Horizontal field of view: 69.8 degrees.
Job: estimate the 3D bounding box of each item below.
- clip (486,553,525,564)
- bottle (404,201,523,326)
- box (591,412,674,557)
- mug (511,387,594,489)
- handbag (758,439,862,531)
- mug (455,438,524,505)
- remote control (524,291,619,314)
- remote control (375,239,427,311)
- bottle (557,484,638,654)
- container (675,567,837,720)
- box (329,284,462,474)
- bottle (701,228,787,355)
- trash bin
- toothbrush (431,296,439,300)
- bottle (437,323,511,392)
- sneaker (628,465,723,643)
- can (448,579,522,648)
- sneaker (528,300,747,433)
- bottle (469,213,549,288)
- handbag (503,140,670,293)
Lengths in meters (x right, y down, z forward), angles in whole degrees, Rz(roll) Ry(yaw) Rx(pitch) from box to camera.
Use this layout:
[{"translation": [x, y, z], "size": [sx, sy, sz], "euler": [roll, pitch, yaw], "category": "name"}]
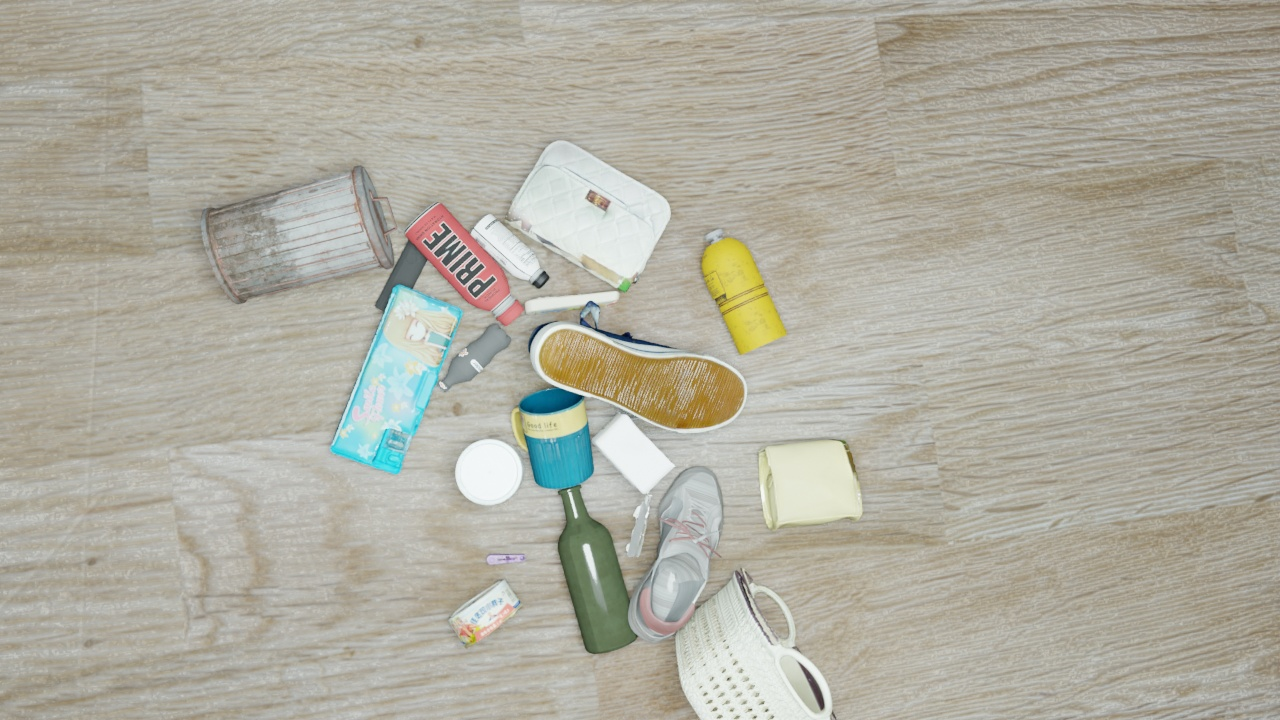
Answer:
[{"translation": [-0.173, 0.255, 1.178], "size": [0.051, 0.033, 0.013], "euler": [-1, 84, -7], "category": "clip"}, {"translation": [-0.221, -0.119, 1.182], "size": [0.062, 0.062, 0.176], "euler": [-44, 100, -8], "category": "bottle"}, {"translation": [-0.002, 0.154, 1.165], "size": [0.101, 0.111, 0.189], "euler": [-23, 89, -5], "category": "box"}, {"translation": [-0.116, 0.095, 1.164], "size": [0.083, 0.114, 0.107], "euler": [-33, 122, -45], "category": "mug"}, {"translation": [0.221, 0.162, 1.203], "size": [0.119, 0.081, 0.111], "euler": [-6, 78, -5], "category": "handbag"}, {"translation": [-0.186, 0.138, 1.146], "size": [0.082, 0.106, 0.082], "euler": [1, 84, -6], "category": "mug"}, {"translation": [-0.089, -0.077, 1.209], "size": [0.125, 0.038, 0.018], "euler": [-7, 86, -7], "category": "remote control"}, {"translation": [-0.301, -0.128, 1.202], "size": [0.033, 0.015, 0.146], "euler": [26, 83, -3], "category": "remote control"}, {"translation": [-0.063, 0.262, 1.165], "size": [0.071, 0.071, 0.206], "euler": [-16, 87, -7], "category": "bottle"}, {"translation": [0.135, 0.369, 1.098], "size": [0.143, 0.251, 0.185], "euler": [-35, 92, 2], "category": "container"}, {"translation": [-0.309, 0.024, 1.166], "size": [0.094, 0.039, 0.226], "euler": [22, 86, -13], "category": "box"}, {"translation": [0.129, -0.095, 1.218], "size": [0.071, 0.071, 0.164], "euler": [-24, 88, -8], "category": "bottle"}, {"translation": [-0.411, -0.156, 1.137], "size": [0.211, 0.131, 0.131], "euler": [-16, 87, -6], "category": "trash bin"}, {"translation": [-0.320, -0.006, 1.191], "size": [0.017, 0.012, 0.186], "euler": [36, 82, -9], "category": "toothbrush"}, {"translation": [-0.217, -0.001, 1.189], "size": [0.109, 0.036, 0.036], "euler": [-43, 90, -8], "category": "bottle"}, {"translation": [0.058, 0.235, 1.147], "size": [0.099, 0.090, 0.235], "euler": [25, 65, -11], "category": "sneaker"}, {"translation": [-0.193, 0.313, 1.139], "size": [0.086, 0.086, 0.043], "euler": [-35, 88, -8], "category": "can"}, {"translation": [-0.007, 0.007, 1.161], "size": [0.294, 0.127, 0.121], "euler": [16, 96, -20], "category": "sneaker"}, {"translation": [-0.169, -0.140, 1.205], "size": [0.116, 0.041, 0.041], "euler": [42, 82, -1], "category": "bottle"}, {"translation": [-0.066, -0.193, 1.205], "size": [0.195, 0.072, 0.138], "euler": [29, 83, -2], "category": "handbag"}]
